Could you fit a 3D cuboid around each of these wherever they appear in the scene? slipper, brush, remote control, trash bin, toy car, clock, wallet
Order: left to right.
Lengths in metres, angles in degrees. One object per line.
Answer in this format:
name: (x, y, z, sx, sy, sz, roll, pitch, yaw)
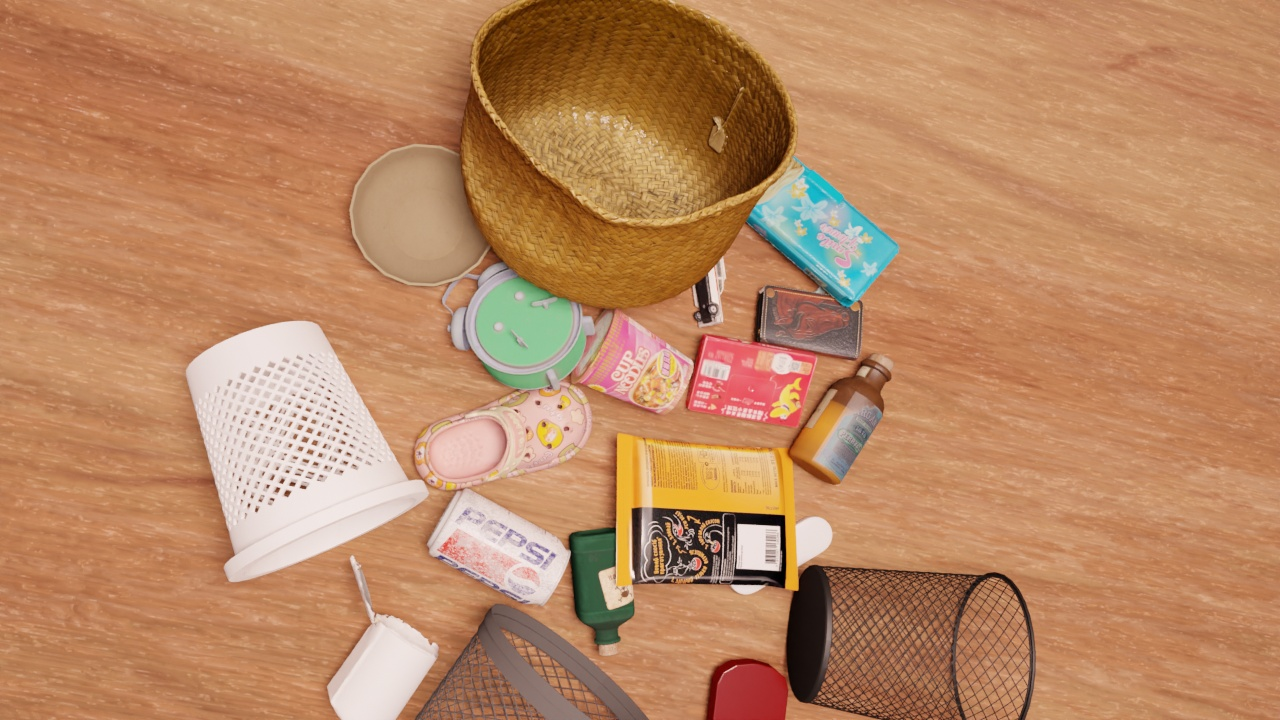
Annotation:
trash bin: (-0.339, 0.081, 0.896, 0.195, 0.196, 0.199, -24, 81, -11)
trash bin: (-0.132, 0.399, 0.893, 0.218, 0.218, 0.227, 39, 84, -6)
slipper: (-0.143, 0.085, 0.975, 0.197, 0.081, 0.093, -19, 91, -9)
clock: (-0.137, -0.044, 0.978, 0.161, 0.075, 0.121, 28, 73, 13)
toy car: (0.079, -0.096, 1.051, 0.039, 0.039, 0.113, -8, 88, -32)
brush: (0.111, 0.419, 1.018, 0.082, 0.042, 0.173, 9, 85, -10)
remote control: (0.160, 0.223, 1.055, 0.136, 0.013, 0.043, -28, 92, -11)
wallet: (0.196, -0.044, 1.061, 0.123, 0.019, 0.072, 9, 75, -10)
trash bin: (0.280, 0.308, 0.994, 0.210, 0.184, 0.184, 9, 85, -4)

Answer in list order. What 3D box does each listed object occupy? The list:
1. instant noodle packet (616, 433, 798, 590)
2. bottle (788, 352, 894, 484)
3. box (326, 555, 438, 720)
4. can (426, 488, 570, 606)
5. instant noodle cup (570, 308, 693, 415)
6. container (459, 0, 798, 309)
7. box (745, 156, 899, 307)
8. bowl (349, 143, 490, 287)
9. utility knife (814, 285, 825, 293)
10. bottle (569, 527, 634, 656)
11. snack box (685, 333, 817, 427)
instant noodle packet: (0.076, 0.167, 1.009, 0.220, 0.032, 0.159, 7, 73, -22)
bottle: (0.239, 0.061, 1.052, 0.068, 0.068, 0.156, 36, 81, -6)
box: (-0.277, 0.289, 0.928, 0.141, 0.083, 0.140, 40, 79, -18)
can: (-0.149, 0.198, 0.967, 0.136, 0.078, 0.078, 30, 81, -7)
instant noodle cup: (-0.006, 0.006, 1.003, 0.108, 0.098, 0.097, 28, 82, -14)
container: (-0.021, -0.205, 0.925, 0.306, 0.197, 0.306, 7, 61, -13)
box: (0.184, -0.168, 1.061, 0.227, 0.041, 0.094, 41, 76, 3)
bowl: (-0.231, -0.151, 0.988, 0.152, 0.050, 0.152, 1, 86, -10)
utility knife: (0.194, -0.043, 1.079, 0.022, 0.015, 0.126, 28, 79, -7)
bottle: (-0.040, 0.251, 0.991, 0.061, 0.061, 0.131, -5, 87, -13)
snack box: (0.126, 0.023, 1.042, 0.133, 0.021, 0.089, 10, 107, -10)
